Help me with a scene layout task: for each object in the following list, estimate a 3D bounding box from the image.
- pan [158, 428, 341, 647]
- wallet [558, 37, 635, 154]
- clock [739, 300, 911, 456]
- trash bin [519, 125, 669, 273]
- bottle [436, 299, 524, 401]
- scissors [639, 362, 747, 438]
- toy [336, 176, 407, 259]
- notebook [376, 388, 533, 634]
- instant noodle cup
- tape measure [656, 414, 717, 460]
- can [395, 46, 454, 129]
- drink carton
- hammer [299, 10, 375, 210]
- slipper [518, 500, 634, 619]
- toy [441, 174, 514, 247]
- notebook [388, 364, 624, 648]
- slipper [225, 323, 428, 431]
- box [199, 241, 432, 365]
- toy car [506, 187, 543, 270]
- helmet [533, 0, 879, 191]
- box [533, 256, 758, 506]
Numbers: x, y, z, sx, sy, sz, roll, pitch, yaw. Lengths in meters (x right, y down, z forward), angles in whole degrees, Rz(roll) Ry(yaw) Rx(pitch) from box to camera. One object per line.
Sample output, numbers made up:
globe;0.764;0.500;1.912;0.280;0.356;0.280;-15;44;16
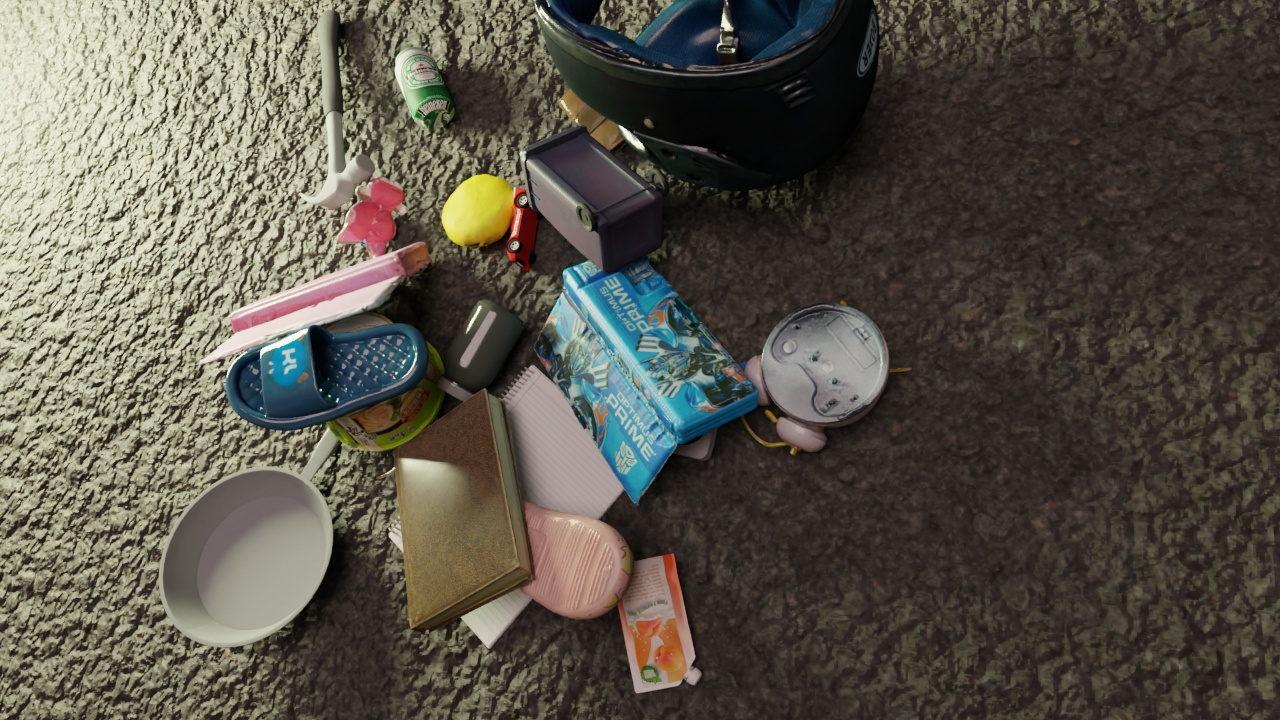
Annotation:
pan;-0.390;0.154;1.038;0.201;0.051;0.355;26;71;21
wallet;-0.023;-0.301;1.054;0.121;0.027;0.098;-39;69;4
clock;0.164;0.021;0.876;0.158;0.059;0.116;-40;65;5
trash bin;-0.053;-0.175;0.966;0.093;0.092;0.161;-29;52;-21
bottle;-0.177;-0.009;1.004;0.060;0.060;0.108;29;86;24
scissors;0.049;0.032;0.941;0.127;0.015;0.125;4;77;18
toy;-0.320;-0.175;1.112;0.065;0.050;0.102;27;105;-8
notebook;-0.201;0.158;0.939;0.190;0.034;0.215;-32;52;22
instant noodle cup;-0.297;0.019;1.004;0.146;0.098;0.146;-4;66;9
tape measure;0.045;0.065;0.916;0.064;0.016;0.065;13;82;23
can;-0.267;-0.335;1.134;0.053;0.053;0.101;-29;68;9
drink carton;0.014;0.253;0.879;0.069;0.039;0.122;-16;76;15
hammer;-0.397;-0.328;1.179;0.125;0.029;0.310;-31;59;33
slipper;-0.074;0.194;0.897;0.198;0.081;0.093;8;77;43
toy;-0.188;-0.174;1.067;0.096;0.041;0.094;-11;66;17
notebook;-0.138;0.148;0.972;0.178;0.013;0.245;40;90;23
slipper;-0.319;0.012;0.925;0.214;0.059;0.103;-10;67;5
box;-0.366;-0.069;1.037;0.233;0.178;0.039;-17;108;13
toy car;-0.133;-0.149;1.041;0.025;0.038;0.089;3;76;23
helmet;0.069;-0.290;0.897;0.316;0.236;0.248;11;75;14
box;-0.014;-0.002;0.917;0.170;0.071;0.243;-41;54;6
